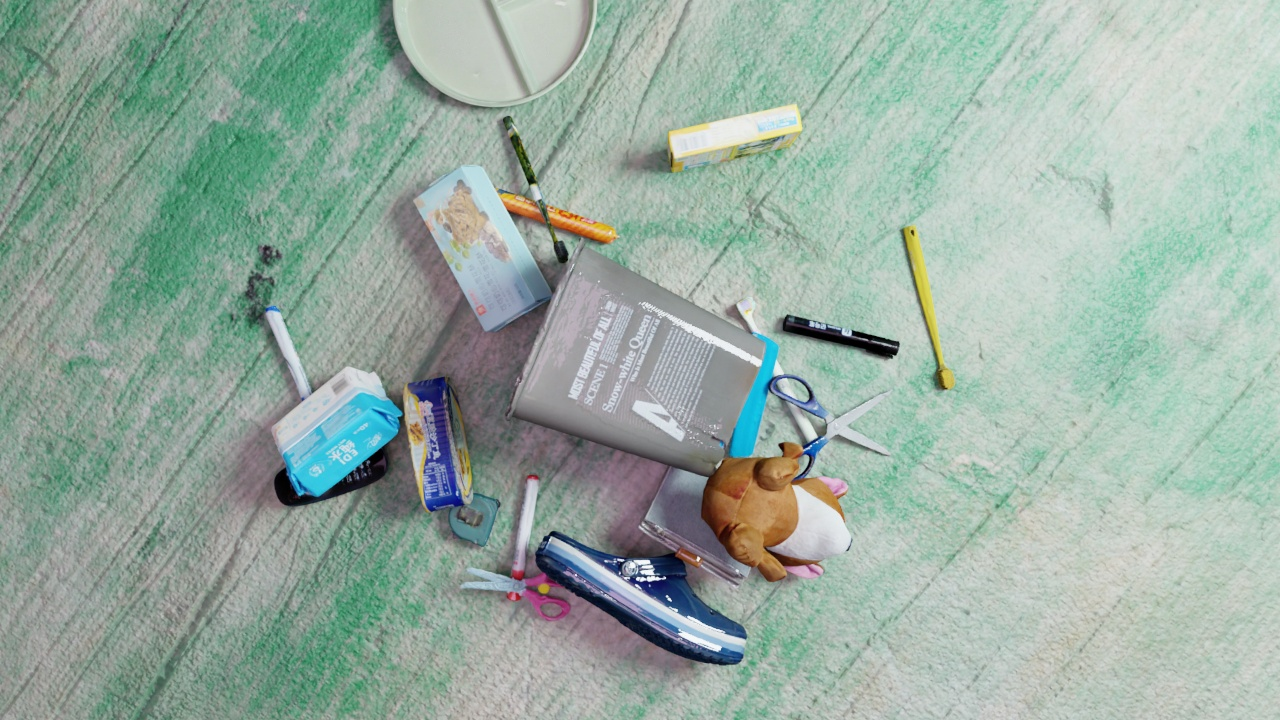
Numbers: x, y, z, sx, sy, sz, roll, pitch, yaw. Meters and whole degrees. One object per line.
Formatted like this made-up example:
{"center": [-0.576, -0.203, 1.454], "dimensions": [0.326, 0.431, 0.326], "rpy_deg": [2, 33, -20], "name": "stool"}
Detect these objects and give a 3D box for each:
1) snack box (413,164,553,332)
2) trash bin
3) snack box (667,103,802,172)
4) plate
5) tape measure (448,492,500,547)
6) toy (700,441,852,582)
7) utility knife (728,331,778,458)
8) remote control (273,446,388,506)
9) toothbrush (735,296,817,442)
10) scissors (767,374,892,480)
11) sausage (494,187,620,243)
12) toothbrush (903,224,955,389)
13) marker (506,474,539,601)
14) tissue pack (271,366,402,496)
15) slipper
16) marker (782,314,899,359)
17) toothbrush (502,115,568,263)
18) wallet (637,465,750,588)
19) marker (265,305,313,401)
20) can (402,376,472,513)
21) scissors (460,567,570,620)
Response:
{"center": [-0.174, -0.124, 1.019], "dimensions": [0.074, 0.051, 0.175], "rpy_deg": [-29, 90, 22], "name": "snack box"}
{"center": [-0.006, 0.006, 0.964], "dimensions": [0.220, 0.198, 0.199], "rpy_deg": [23, 92, -5], "name": "trash bin"}
{"center": [0.099, -0.240, 0.999], "dimensions": [0.140, 0.087, 0.034], "rpy_deg": [-10, 91, 2], "name": "snack box"}
{"center": [-0.162, -0.398, 1.033], "dimensions": [0.230, 0.027, 0.230], "rpy_deg": [0, 91, 2], "name": "plate"}
{"center": [-0.193, 0.180, 1.052], "dimensions": [0.054, 0.025, 0.058], "rpy_deg": [19, 91, 0], "name": "tape measure"}
{"center": [0.157, 0.164, 0.960], "dimensions": [0.130, 0.199, 0.140], "rpy_deg": [23, 85, 39], "name": "toy"}
{"center": [0.122, 0.061, 1.033], "dimensions": [0.034, 0.018, 0.186], "rpy_deg": [13, 102, 8], "name": "utility knife"}
{"center": [-0.353, 0.130, 1.056], "dimensions": [0.136, 0.024, 0.053], "rpy_deg": [-18, 88, 4], "name": "remote control"}
{"center": [0.158, 0.016, 1.039], "dimensions": [0.029, 0.020, 0.189], "rpy_deg": [-28, 92, -40], "name": "toothbrush"}
{"center": [0.205, 0.073, 1.027], "dimensions": [0.176, 0.012, 0.162], "rpy_deg": [-42, 101, -3], "name": "scissors"}
{"center": [-0.102, -0.164, 1.040], "dimensions": [0.165, 0.021, 0.021], "rpy_deg": [19, 92, 1], "name": "sausage"}
{"center": [0.325, -0.059, 1.031], "dimensions": [0.016, 0.016, 0.190], "rpy_deg": [-14, 91, 1], "name": "toothbrush"}
{"center": [-0.135, 0.204, 1.055], "dimensions": [0.017, 0.017, 0.145], "rpy_deg": [10, 92, 1], "name": "marker"}
{"center": [-0.335, 0.078, 1.013], "dimensions": [0.140, 0.063, 0.090], "rpy_deg": [-40, 47, -5], "name": "tissue pack"}
{"center": [0.005, 0.251, 1.017], "dimensions": [0.253, 0.105, 0.095], "rpy_deg": [29, 71, -2], "name": "slipper"}
{"center": [0.225, -0.027, 1.036], "dimensions": [0.132, 0.020, 0.022], "rpy_deg": [14, 121, 0], "name": "marker"}
{"center": [-0.117, -0.194, 1.025], "dimensions": [0.012, 0.017, 0.185], "rpy_deg": [-18, 78, -20], "name": "toothbrush"}
{"center": [0.071, 0.181, 1.020], "dimensions": [0.130, 0.037, 0.106], "rpy_deg": [30, 53, 0], "name": "wallet"}
{"center": [-0.399, 0.006, 1.058], "dimensions": [0.017, 0.017, 0.146], "rpy_deg": [-22, 91, 2], "name": "marker"}
{"center": [-0.225, 0.093, 1.025], "dimensions": [0.049, 0.074, 0.148], "rpy_deg": [-11, 85, 0], "name": "can"}
{"center": [-0.140, 0.266, 1.042], "dimensions": [0.137, 0.017, 0.077], "rpy_deg": [4, 100, -16], "name": "scissors"}
